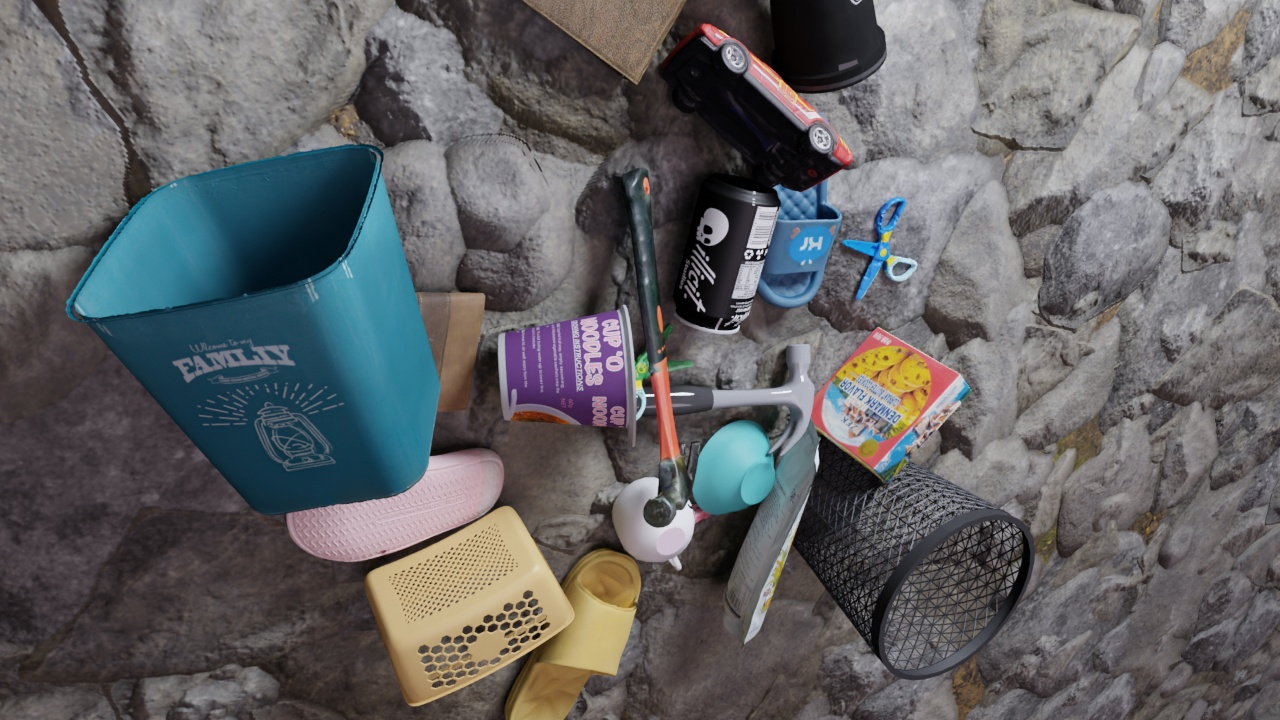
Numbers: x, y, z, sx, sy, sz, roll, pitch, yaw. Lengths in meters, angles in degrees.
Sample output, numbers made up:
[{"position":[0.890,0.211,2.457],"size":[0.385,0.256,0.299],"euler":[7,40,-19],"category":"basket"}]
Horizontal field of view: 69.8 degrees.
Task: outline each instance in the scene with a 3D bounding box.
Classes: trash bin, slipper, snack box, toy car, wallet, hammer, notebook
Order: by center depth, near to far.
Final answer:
[{"position":[-0.262,-0.015,0.701],"size":[0.196,0.198,0.219],"euler":[-9,129,4],"category":"trash bin"},{"position":[0.013,-0.356,0.780],"size":[0.190,0.034,0.215],"euler":[26,100,-37],"category":"notebook"},{"position":[0.107,-0.229,0.846],"size":[0.189,0.082,0.056],"euler":[35,60,-18],"category":"toy car"},{"position":[-0.199,-0.007,0.851],"size":[0.098,0.027,0.121],"euler":[-1,116,-30],"category":"wallet"},{"position":[-0.232,0.132,0.886],"size":[0.221,0.056,0.107],"euler":[-7,119,-38],"category":"slipper"},{"position":[0.015,-0.018,0.891],"size":[0.033,0.132,0.333],"euler":[-4,101,19],"category":"hammer"},{"position":[0.160,-0.151,0.953],"size":[0.103,0.059,0.214],"euler":[-12,118,-20],"category":"slipper"},{"position":[0.055,0.047,1.000],"size":[0.310,0.030,0.125],"euler":[-1,92,-24],"category":"hammer"},{"position":[0.281,0.049,1.068],"size":[0.145,0.142,0.040],"euler":[-48,127,0],"category":"snack box"},{"position":[-0.070,0.344,1.071],"size":[0.099,0.078,0.263],"euler":[22,103,-37],"category":"slipper"},{"position":[0.293,0.211,1.094],"size":[0.216,0.243,0.217],"euler":[-12,120,-23],"category":"trash bin"}]

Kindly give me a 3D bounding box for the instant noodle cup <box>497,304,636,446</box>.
[{"position":[-0.071,0.019,0.874],"size":[0.122,0.122,0.137],"euler":[-4,95,-5],"category":"instant noodle cup"}]

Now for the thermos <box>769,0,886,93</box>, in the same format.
[{"position":[0.152,-0.346,0.799],"size":[0.105,0.106,0.219],"euler":[-32,134,-11],"category":"thermos"}]

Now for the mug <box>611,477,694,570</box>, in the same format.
[{"position":[0.022,0.195,1.043],"size":[0.090,0.076,0.124],"euler":[-31,125,-12],"category":"mug"}]

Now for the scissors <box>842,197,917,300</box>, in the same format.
[{"position":[0.280,-0.126,1.060],"size":[0.129,0.013,0.125],"euler":[18,104,-32],"category":"scissors"}]

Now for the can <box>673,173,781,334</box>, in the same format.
[{"position":[0.084,-0.107,0.917],"size":[0.080,0.080,0.146],"euler":[1,115,-29],"category":"can"}]

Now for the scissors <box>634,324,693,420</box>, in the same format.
[{"position":[0.002,0.017,0.955],"size":[0.129,0.012,0.116],"euler":[-4,84,-21],"category":"scissors"}]

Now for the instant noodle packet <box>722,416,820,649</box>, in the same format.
[{"position":[0.161,0.199,1.084],"size":[0.057,0.146,0.270],"euler":[16,113,-4],"category":"instant noodle packet"}]

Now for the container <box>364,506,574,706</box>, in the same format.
[{"position":[-0.171,0.259,0.936],"size":[0.183,0.129,0.167],"euler":[-25,138,-16],"category":"container"}]

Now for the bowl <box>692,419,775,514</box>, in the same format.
[{"position":[0.122,0.134,1.072],"size":[0.120,0.046,0.121],"euler":[-15,117,-33],"category":"bowl"}]

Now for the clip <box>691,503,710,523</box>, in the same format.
[{"position":[0.065,0.183,1.088],"size":[0.058,0.050,0.023],"euler":[5,116,-16],"category":"clip"}]
